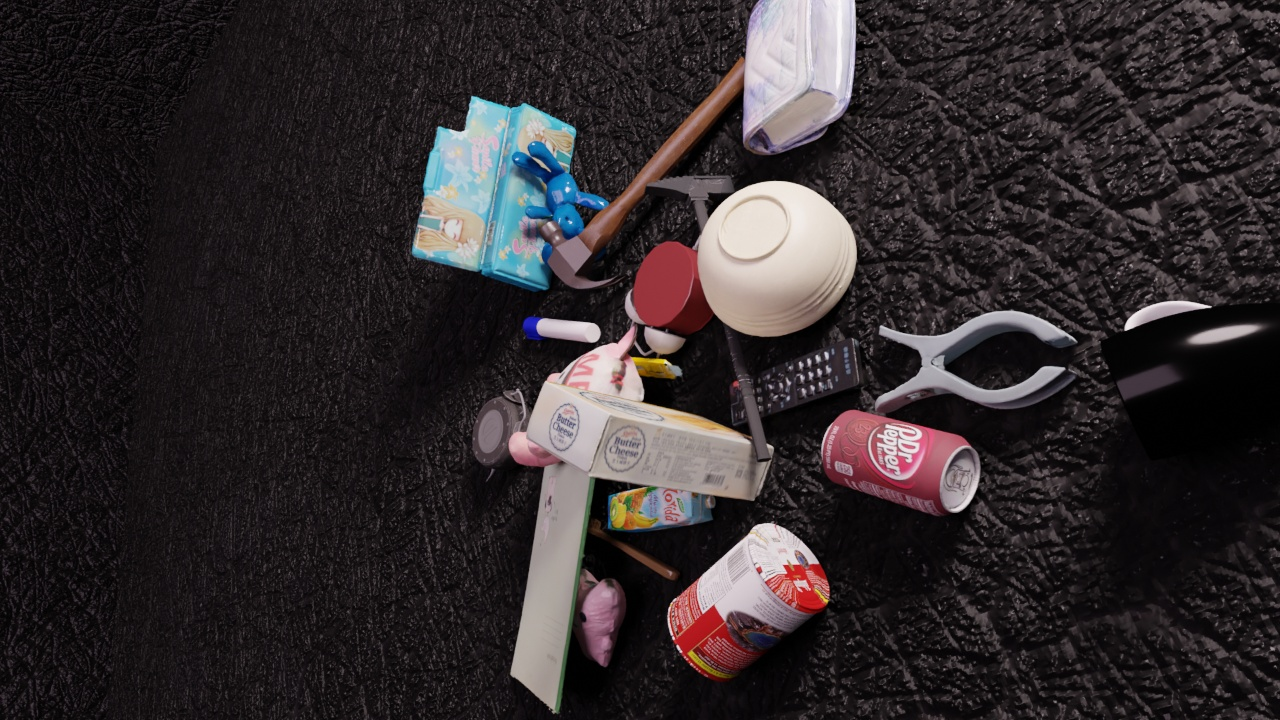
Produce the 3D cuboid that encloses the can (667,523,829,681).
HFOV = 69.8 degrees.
[{"bbox_3d":[0.092,0.209,0.793,0.117,0.086,0.086,-48,47,27],"label":"can"}]

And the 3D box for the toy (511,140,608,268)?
[{"bbox_3d":[-0.103,-0.186,1.147,0.113,0.070,0.176,-29,82,36],"label":"toy"}]

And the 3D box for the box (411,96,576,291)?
[{"bbox_3d":[-0.179,-0.218,1.168,0.056,0.185,0.226,-5,74,58],"label":"box"}]

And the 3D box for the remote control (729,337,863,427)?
[{"bbox_3d":[0.143,0.024,0.848,0.151,0.022,0.047,-23,62,44],"label":"remote control"}]

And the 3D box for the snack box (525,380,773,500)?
[{"bbox_3d":[0.011,0.075,0.835,0.104,0.207,0.057,22,96,50],"label":"snack box"}]

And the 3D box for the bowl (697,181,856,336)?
[{"bbox_3d":[0.115,-0.105,0.840,0.151,0.075,0.150,-10,64,22],"label":"bowl"}]

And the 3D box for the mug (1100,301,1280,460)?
[{"bbox_3d":[0.356,-0.003,0.581,0.100,0.085,0.118,-24,30,28],"label":"mug"}]

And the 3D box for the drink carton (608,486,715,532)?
[{"bbox_3d":[0.020,0.149,0.931,0.129,0.038,0.044,-18,64,44],"label":"drink carton"}]

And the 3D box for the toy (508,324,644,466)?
[{"bbox_3d":[-0.062,0.050,0.984,0.214,0.084,0.141,-37,20,57],"label":"toy"}]

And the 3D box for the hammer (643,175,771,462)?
[{"bbox_3d":[0.076,-0.051,0.896,0.015,0.095,0.324,111,152,-58],"label":"hammer"}]

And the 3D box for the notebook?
[{"bbox_3d":[-0.096,0.236,1.010,0.182,0.010,0.252,166,115,-67],"label":"notebook"}]

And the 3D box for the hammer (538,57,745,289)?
[{"bbox_3d":[0.012,-0.207,1.039,0.324,0.033,0.115,-45,74,21],"label":"hammer"}]

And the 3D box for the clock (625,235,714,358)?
[{"bbox_3d":[0.033,-0.067,0.977,0.138,0.048,0.096,-55,44,23],"label":"clock"}]

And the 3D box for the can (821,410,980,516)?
[{"bbox_3d":[0.203,0.080,0.727,0.114,0.063,0.063,14,88,50],"label":"can"}]

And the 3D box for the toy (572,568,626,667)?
[{"bbox_3d":[-0.047,0.270,0.959,0.099,0.052,0.096,-3,89,59],"label":"toy"}]

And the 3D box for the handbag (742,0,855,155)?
[{"bbox_3d":[0.153,-0.298,0.911,0.127,0.069,0.158,-23,60,58],"label":"handbag"}]

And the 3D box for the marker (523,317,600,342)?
[{"bbox_3d":[-0.099,-0.037,1.139,0.133,0.023,0.027,8,105,49],"label":"marker"}]

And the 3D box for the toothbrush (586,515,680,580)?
[{"bbox_3d":[-0.014,0.197,0.972,0.167,0.016,0.016,18,92,50],"label":"toothbrush"}]

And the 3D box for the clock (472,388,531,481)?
[{"bbox_3d":[-0.168,0.090,1.159,0.123,0.043,0.091,-42,50,32],"label":"clock"}]

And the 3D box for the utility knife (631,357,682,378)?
[{"bbox_3d":[-0.006,0.006,1.008,0.163,0.030,0.017,0,51,52],"label":"utility knife"}]

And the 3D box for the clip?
[{"bbox_3d":[0.259,-0.013,0.725,0.164,0.028,0.107,-11,68,46],"label":"clip"}]
